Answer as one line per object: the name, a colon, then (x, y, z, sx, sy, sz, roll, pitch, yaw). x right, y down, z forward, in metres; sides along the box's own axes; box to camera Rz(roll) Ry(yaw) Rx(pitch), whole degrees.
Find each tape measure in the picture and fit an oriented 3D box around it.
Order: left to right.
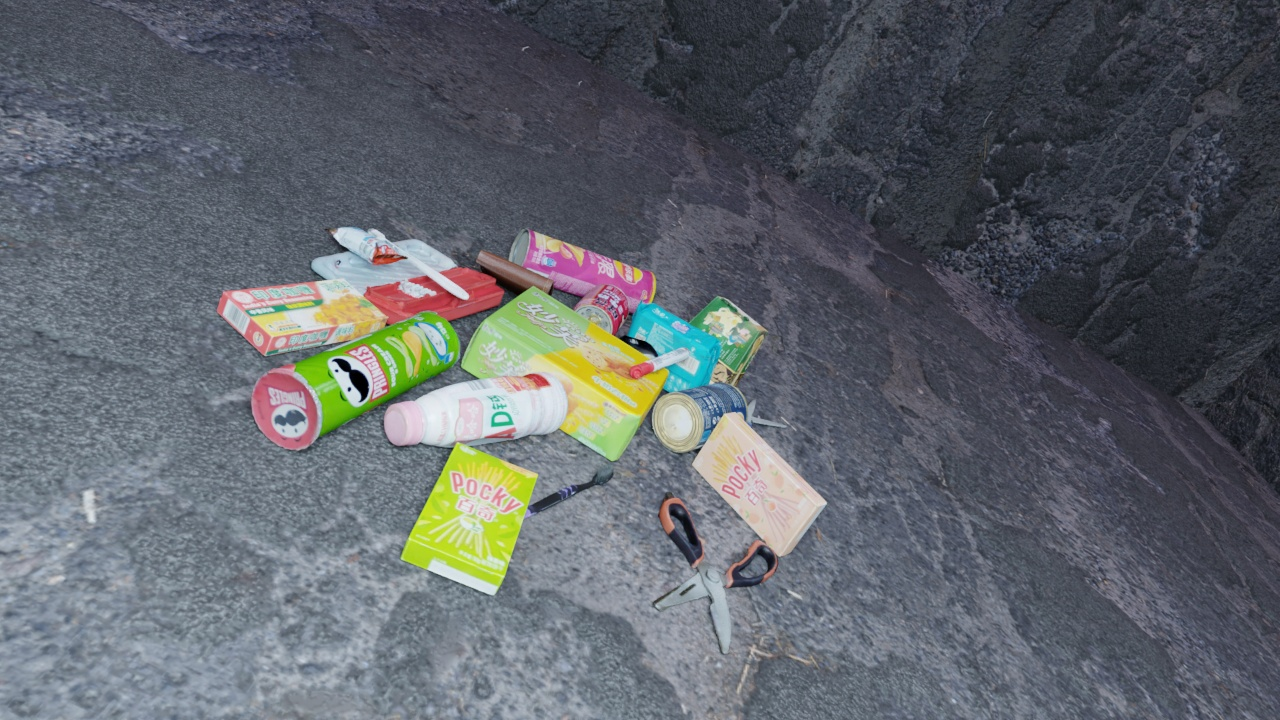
tape measure: (-0.007, 0.007, 1.179, 0.066, 0.066, 0.033, 18, 26, -24)

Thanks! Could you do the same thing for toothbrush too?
toothbrush: (-0.266, -0.112, 1.087, 0.180, 0.016, 0.016, 32, 30, 27)
toothbrush: (-0.078, 0.134, 0.918, 0.014, 0.017, 0.188, 36, 26, 21)

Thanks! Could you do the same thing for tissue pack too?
tissue pack: (0.037, -0.012, 1.225, 0.133, 0.093, 0.050, 31, 35, 13)

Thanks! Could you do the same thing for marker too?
marker: (0.026, 0.002, 1.117, 0.017, 0.017, 0.145, 38, 23, 15)

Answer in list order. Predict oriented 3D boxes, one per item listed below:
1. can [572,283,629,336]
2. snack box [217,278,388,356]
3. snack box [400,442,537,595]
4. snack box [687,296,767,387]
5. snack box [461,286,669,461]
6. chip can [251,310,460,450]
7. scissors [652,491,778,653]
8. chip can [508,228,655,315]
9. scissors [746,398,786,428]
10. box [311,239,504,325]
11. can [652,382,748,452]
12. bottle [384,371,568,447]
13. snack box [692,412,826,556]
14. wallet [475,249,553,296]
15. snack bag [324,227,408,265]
can: (-0.056, -0.061, 1.249, 0.066, 0.067, 0.093, 31, 24, 0)
snack box: (-0.343, -0.047, 0.944, 0.077, 0.027, 0.155, 38, 25, 18)
snack box: (-0.148, 0.136, 0.815, 0.086, 0.026, 0.156, 24, 25, -6)
snack box: (0.116, -0.026, 1.299, 0.118, 0.106, 0.117, 41, 10, 11)
snack box: (-0.083, 0.010, 1.080, 0.210, 0.070, 0.157, 32, 24, 2)
chip can: (-0.261, 0.010, 0.876, 0.072, 0.072, 0.235, 34, 24, 7)
scissors: (0.077, 0.215, 0.943, 0.188, 0.015, 0.225, 18, 28, -27)
chip can: (-0.083, -0.128, 1.340, 0.210, 0.072, 0.071, 17, 28, -27)
scissors: (0.139, 0.080, 1.272, 0.174, 0.012, 0.162, 24, 23, -16)
box: (-0.275, -0.094, 1.107, 0.158, 0.039, 0.200, 25, 22, 18)
can: (0.074, 0.070, 1.140, 0.075, 0.075, 0.111, 43, 27, 25)
bottle: (-0.162, 0.053, 0.920, 0.196, 0.068, 0.068, -8, 45, -49)
snack box: (0.134, 0.141, 1.062, 0.026, 0.085, 0.157, -6, 43, -49)
wallet: (-0.164, -0.107, 1.198, 0.101, 0.032, 0.124, 27, -5, -4)
snack bag: (-0.324, -0.136, 1.083, 0.104, 0.026, 0.048, 30, 17, 30)
